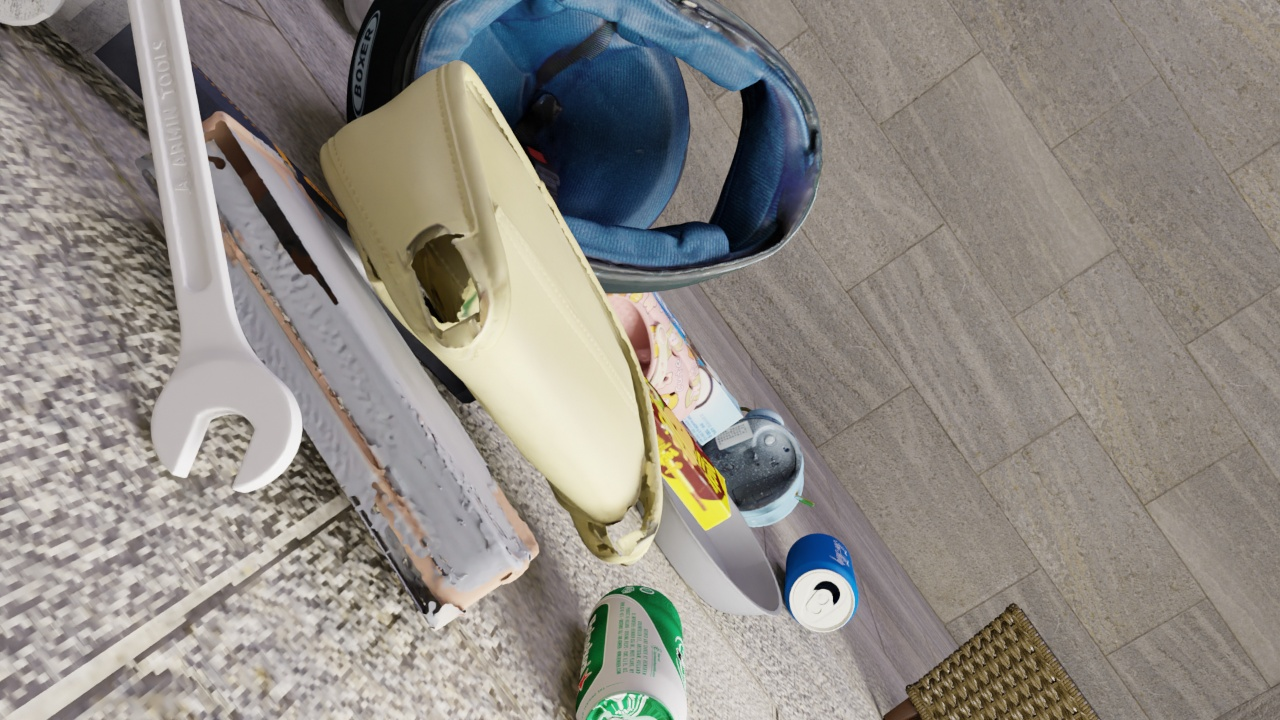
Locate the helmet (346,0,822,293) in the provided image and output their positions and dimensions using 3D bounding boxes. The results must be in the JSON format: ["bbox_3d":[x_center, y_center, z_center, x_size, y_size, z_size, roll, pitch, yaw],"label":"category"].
[{"bbox_3d":[-0.052,-0.174,0.679,0.316,0.249,0.236,9,8,-19],"label":"helmet"}]

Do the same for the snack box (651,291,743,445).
[{"bbox_3d":[0.020,-0.018,0.954,0.226,0.059,0.059,53,10,-12],"label":"snack box"}]

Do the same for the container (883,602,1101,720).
[{"bbox_3d":[0.446,0.480,1.043,0.176,0.205,0.320,40,18,-54],"label":"container"}]

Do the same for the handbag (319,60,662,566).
[{"bbox_3d":[-0.069,-0.016,0.471,0.233,0.088,0.190,58,10,-42],"label":"handbag"}]

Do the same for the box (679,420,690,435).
[{"bbox_3d":[-0.026,-0.002,0.958,0.233,0.037,0.098,53,5,-9],"label":"box"}]

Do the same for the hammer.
[{"bbox_3d":[-0.181,-0.082,0.469,0.312,0.035,0.139,50,1,-34],"label":"hammer"}]

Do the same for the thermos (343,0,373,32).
[{"bbox_3d":[-0.285,-0.434,0.953,0.222,0.131,0.131,50,8,22],"label":"thermos"}]

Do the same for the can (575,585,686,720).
[{"bbox_3d":[-0.004,0.157,0.466,0.053,0.053,0.101,52,10,-11],"label":"can"}]

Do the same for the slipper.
[{"bbox_3d":[-0.005,0.005,0.826,0.081,0.093,0.197,-88,159,-47],"label":"slipper"}]

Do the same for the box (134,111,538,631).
[{"bbox_3d":[-0.119,0.004,0.370,0.216,0.062,0.081,55,-6,5],"label":"box"}]

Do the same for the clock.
[{"bbox_3d":[0.118,0.112,1.014,0.060,0.118,0.162,60,9,-48],"label":"clock"}]

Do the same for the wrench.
[{"bbox_3d":[-0.170,-0.083,0.337,0.009,0.047,0.273,84,-11,-75],"label":"wrench"}]

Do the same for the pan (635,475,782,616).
[{"bbox_3d":[0.012,0.095,0.754,0.356,0.051,0.200,45,14,-37],"label":"pan"}]

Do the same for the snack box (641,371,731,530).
[{"bbox_3d":[0.017,0.059,0.707,0.149,0.026,0.061,53,12,-17],"label":"snack box"}]

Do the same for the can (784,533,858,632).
[{"bbox_3d":[0.206,0.252,1.051,0.079,0.079,0.146,55,10,3],"label":"can"}]
